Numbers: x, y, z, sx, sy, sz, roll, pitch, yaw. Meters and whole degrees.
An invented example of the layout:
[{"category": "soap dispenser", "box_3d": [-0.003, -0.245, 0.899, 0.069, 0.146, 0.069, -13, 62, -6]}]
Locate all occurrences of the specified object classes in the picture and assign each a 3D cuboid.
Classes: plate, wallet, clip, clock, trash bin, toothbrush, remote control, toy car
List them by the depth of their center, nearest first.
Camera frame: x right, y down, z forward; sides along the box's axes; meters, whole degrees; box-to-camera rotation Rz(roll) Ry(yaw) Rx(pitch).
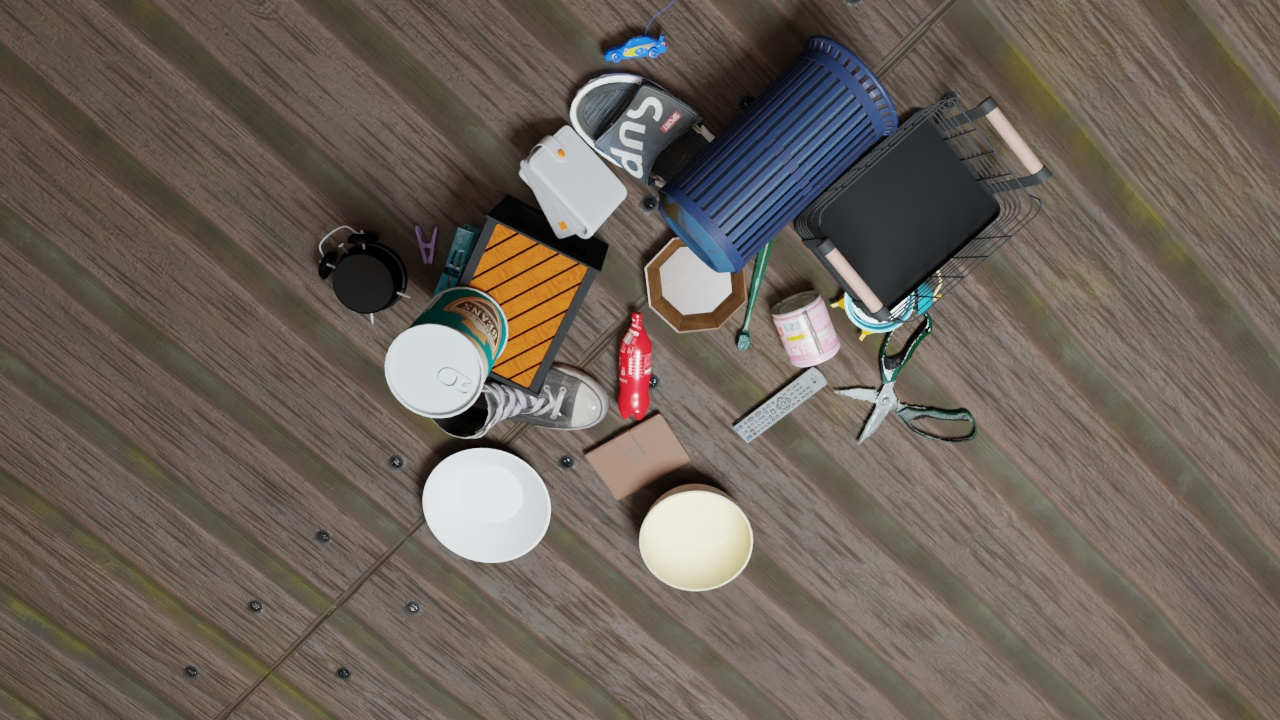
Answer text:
[{"category": "trash bin", "box_3d": [0.144, -0.218, 1.015, 0.249, 0.139, 0.139, -44, 103, 1]}, {"category": "toy car", "box_3d": [0.001, -0.378, 1.047, 0.092, 0.033, 0.062, -5, 116, 4]}, {"category": "wallet", "box_3d": [-0.087, -0.203, 1.076, 0.118, 0.115, 0.038, 46, 143, -13]}, {"category": "trash bin", "box_3d": [-0.143, -0.080, 1.105, 0.139, 0.139, 0.172, 26, 108, -7]}, {"category": "clock", "box_3d": [0.306, -0.087, 1.136, 0.130, 0.043, 0.099, -39, 99, 23]}, {"category": "plate", "box_3d": [0.070, -0.098, 1.150, 0.131, 0.025, 0.131, 1, 110, 2]}, {"category": "toothbrush", "box_3d": [0.147, -0.101, 1.151, 0.016, 0.017, 0.190, 11, 110, -1]}, {"category": "clock", "box_3d": [-0.351, -0.111, 1.154, 0.091, 0.042, 0.121, -32, 105, 13]}, {"category": "clip", "box_3d": [-0.266, -0.146, 1.155, 0.029, 0.013, 0.050, 1, 112, 3]}, {"category": "clip", "box_3d": [-0.234, -0.110, 1.161, 0.030, 0.120, 0.130, 21, 86, -2]}, {"category": "remote control", "box_3d": [0.184, 0.058, 1.208, 0.137, 0.013, 0.033, -40, 104, 14]}, {"category": "wallet", "box_3d": [-0.003, 0.130, 1.242, 0.121, 0.013, 0.087, -30, 110, 12]}, {"category": "plate", "box_3d": [-0.208, 0.192, 1.260, 0.174, 0.036, 0.174, 1, 110, 2]}]

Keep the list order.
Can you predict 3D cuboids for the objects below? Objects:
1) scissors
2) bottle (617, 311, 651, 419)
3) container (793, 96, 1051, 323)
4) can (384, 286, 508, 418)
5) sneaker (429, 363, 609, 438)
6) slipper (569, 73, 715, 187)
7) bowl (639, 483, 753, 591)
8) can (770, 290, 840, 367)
[{"category": "scissors", "box_3d": [0.364, 0.039, 1.194, 0.205, 0.015, 0.202, 23, 108, -8]}, {"category": "bottle", "box_3d": [-0.007, 0.007, 1.183, 0.042, 0.041, 0.142, 3, 110, 1]}, {"category": "container", "box_3d": [0.308, -0.165, 1.031, 0.241, 0.130, 0.163, -41, 97, 1]}, {"category": "can", "box_3d": [-0.202, -0.012, 0.979, 0.099, 0.143, 0.099, 1, 110, 2]}, {"category": "sneaker", "box_3d": [-0.157, 0.053, 1.166, 0.234, 0.119, 0.095, 16, 109, -6]}, {"category": "slipper", "box_3d": [0.039, -0.243, 1.083, 0.264, 0.063, 0.111, 36, 107, -13]}, {"category": "bowl", "box_3d": [0.074, 0.227, 1.240, 0.151, 0.075, 0.151, 1, 110, 2]}, {"category": "can", "box_3d": [0.206, -0.039, 1.144, 0.067, 0.067, 0.076, -22, 107, 10]}]
